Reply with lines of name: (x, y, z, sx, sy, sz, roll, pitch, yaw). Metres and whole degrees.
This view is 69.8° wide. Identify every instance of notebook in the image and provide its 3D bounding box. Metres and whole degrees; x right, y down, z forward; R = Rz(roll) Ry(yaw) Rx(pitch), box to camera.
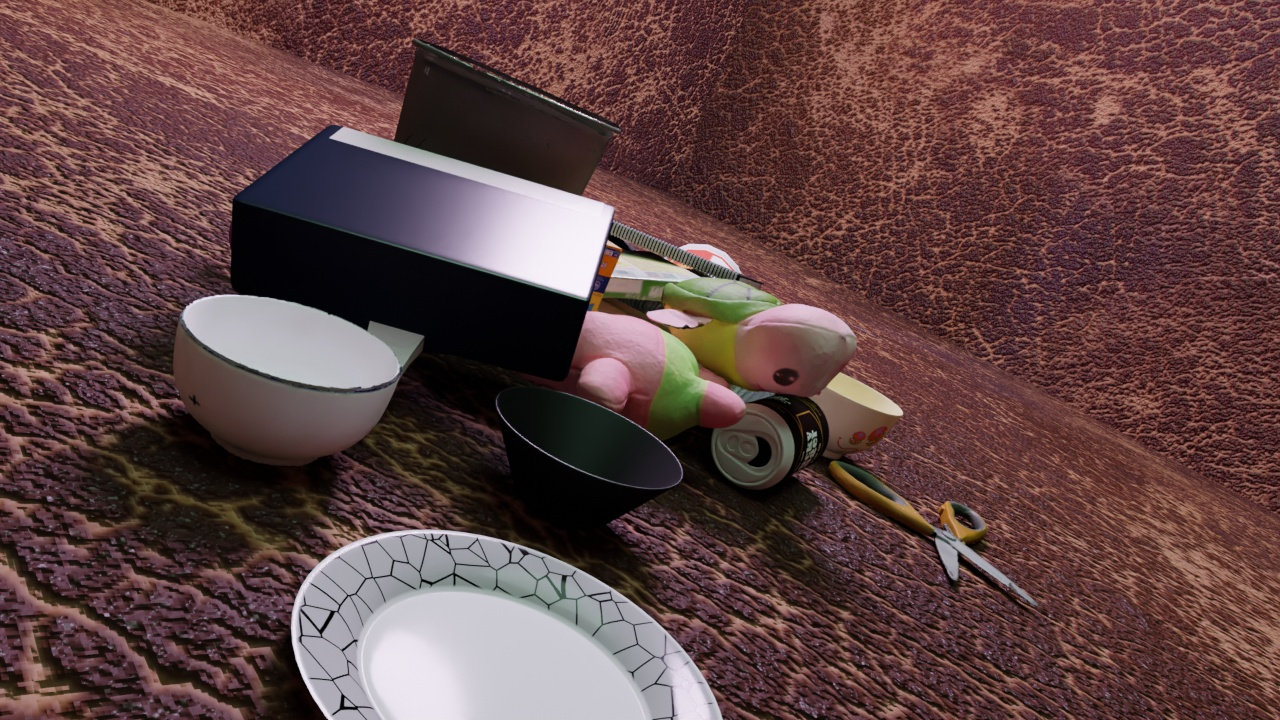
notebook: (0.033, -0.125, 1.044, 0.207, 0.016, 0.148, 25, 8, 16)

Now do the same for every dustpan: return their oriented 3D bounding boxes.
dustpan: (-0.154, -0.055, 0.636, 0.236, 0.080, 0.272, 16, 30, -4)

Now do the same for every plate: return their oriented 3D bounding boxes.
plate: (-0.053, 0.132, 0.388, 0.188, 0.016, 0.188, 23, 14, -6)

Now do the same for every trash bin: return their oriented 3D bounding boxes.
trash bin: (-0.152, -0.160, 0.881, 0.197, 0.220, 0.197, 22, 14, -9)

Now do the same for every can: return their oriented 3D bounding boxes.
can: (0.113, 0.067, 0.791, 0.072, 0.072, 0.128, 30, 15, 22)

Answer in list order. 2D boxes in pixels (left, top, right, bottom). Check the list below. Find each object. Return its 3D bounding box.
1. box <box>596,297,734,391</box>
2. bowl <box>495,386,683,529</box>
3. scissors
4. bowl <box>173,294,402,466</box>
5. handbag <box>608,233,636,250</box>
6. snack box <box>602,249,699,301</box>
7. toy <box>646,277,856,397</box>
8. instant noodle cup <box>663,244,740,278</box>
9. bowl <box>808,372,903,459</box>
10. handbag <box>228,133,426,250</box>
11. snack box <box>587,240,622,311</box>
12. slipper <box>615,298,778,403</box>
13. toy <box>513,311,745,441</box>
box: (0.001, 0.001, 0.912, 0.188, 0.091, 0.083, 31, -19, 23)
bowl: (-0.041, 0.069, 0.569, 0.124, 0.052, 0.124, 23, 14, -6)
scissors: (0.282, 0.157, 0.856, 0.224, 0.016, 0.225, 9, 21, -45)
bowl: (-0.192, 0.015, 0.492, 0.113, 0.063, 0.113, 21, 16, -6)
handbag: (-0.083, -0.102, 1.099, 0.153, 0.115, 0.125, 28, 26, -32)
snack box: (-0.020, -0.091, 0.950, 0.131, 0.027, 0.168, 2, 16, -21)
toy: (0.088, -0.023, 0.801, 0.190, 0.087, 0.238, 27, -1, -27)
instant noodle cup: (0.064, -0.073, 1.151, 0.123, 0.124, 0.121, 25, 22, 2)
bowl: (0.203, 0.060, 0.959, 0.118, 0.074, 0.118, 23, 14, -6)
handbag: (-0.242, -0.104, 0.745, 0.169, 0.145, 0.068, -9, 16, -15)
snack box: (-0.083, -0.056, 0.808, 0.088, 0.126, 0.040, 9, 21, -46)
slipper: (0.059, -0.025, 0.989, 0.245, 0.104, 0.074, 29, 17, 36)
toy: (-0.038, 0.004, 0.724, 0.236, 0.097, 0.192, 21, 2, -7)
